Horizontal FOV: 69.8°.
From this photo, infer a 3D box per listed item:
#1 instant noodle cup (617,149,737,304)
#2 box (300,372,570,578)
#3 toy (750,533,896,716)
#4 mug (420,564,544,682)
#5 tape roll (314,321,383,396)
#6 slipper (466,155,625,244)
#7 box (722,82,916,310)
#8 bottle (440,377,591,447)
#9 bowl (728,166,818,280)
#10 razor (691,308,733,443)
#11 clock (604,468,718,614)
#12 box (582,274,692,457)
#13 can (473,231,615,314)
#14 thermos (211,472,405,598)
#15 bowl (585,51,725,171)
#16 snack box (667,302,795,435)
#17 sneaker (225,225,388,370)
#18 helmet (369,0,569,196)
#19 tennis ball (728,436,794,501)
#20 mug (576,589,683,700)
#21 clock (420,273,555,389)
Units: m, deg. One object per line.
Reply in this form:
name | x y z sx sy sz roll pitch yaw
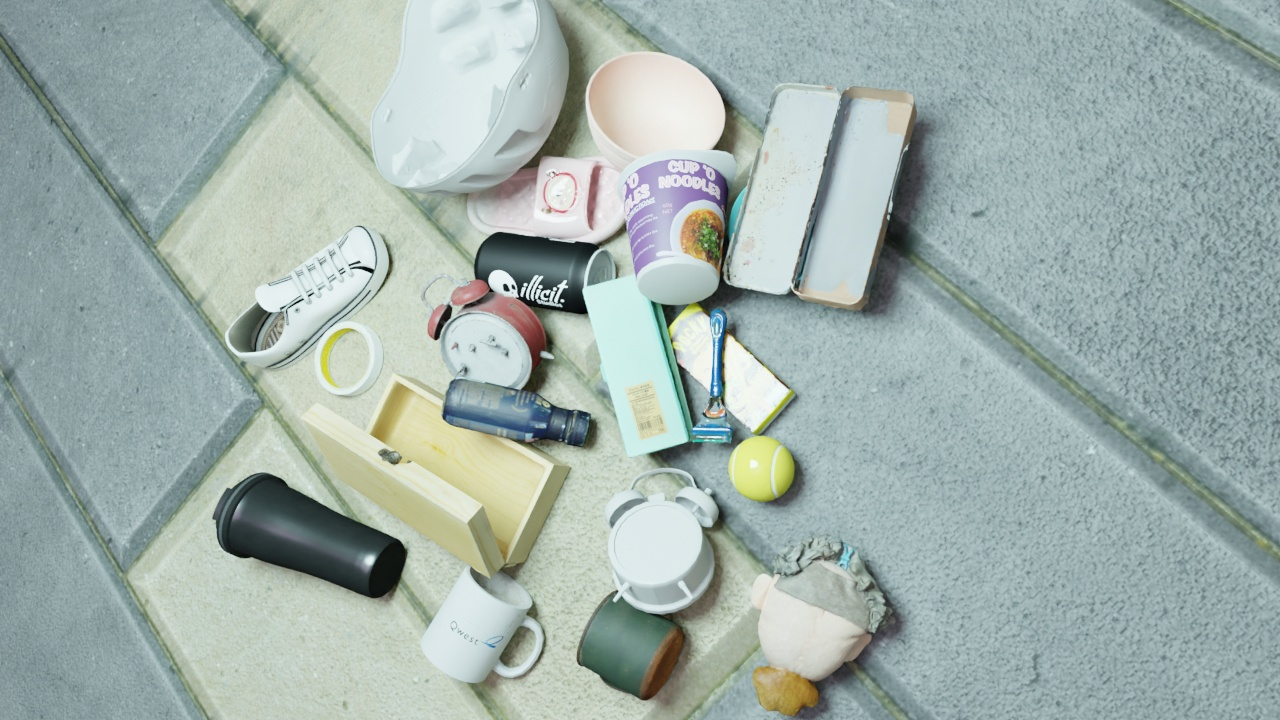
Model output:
instant noodle cup | 0.042 -0.132 0.939 0.137 0.121 0.121 -22 57 36
box | -0.234 0.130 1.031 0.249 0.184 0.142 26 113 25
toy | 0.162 0.254 0.874 0.133 0.076 0.176 27 91 8
mug | -0.164 0.295 1.005 0.119 0.083 0.096 32 95 -5
tape roll | -0.370 -0.002 1.163 0.094 0.019 0.094 -4 81 22
slipper | -0.108 -0.185 1.065 0.222 0.055 0.106 1 84 24
box | 0.174 -0.166 0.905 0.151 0.043 0.216 14 87 20
bottle | -0.135 0.060 1.010 0.161 0.056 0.056 13 86 -3
bowl | 0.156 -0.135 0.952 0.121 0.046 0.121 -4 80 22
razor | 0.079 0.016 0.946 0.044 0.018 0.140 0 79 21
clock | 0.021 0.181 0.939 0.120 0.061 0.158 -5 48 11
box | -0.007 0.005 0.958 0.078 0.079 0.188 -19 81 39
can | -0.109 -0.099 1.037 0.146 0.080 0.080 10 85 23
thermos | -0.393 0.213 1.098 0.219 0.105 0.106 16 88 19
bowl | 0.011 -0.254 1.002 0.153 0.076 0.152 4 65 -9
snack box | 0.089 0.007 0.968 0.149 0.025 0.061 44 99 22
sneaker | -0.431 -0.084 1.158 0.246 0.097 0.091 -36 70 14
helmet | -0.190 -0.304 1.030 0.225 0.184 0.281 -10 51 37
tennis ball | 0.121 0.108 0.917 0.065 0.065 0.065 -4 80 22
mug | -0.011 0.302 0.939 0.081 0.084 0.111 24 122 22
clock | -0.181 -0.028 1.024 0.157 0.061 0.110 45 123 -11
